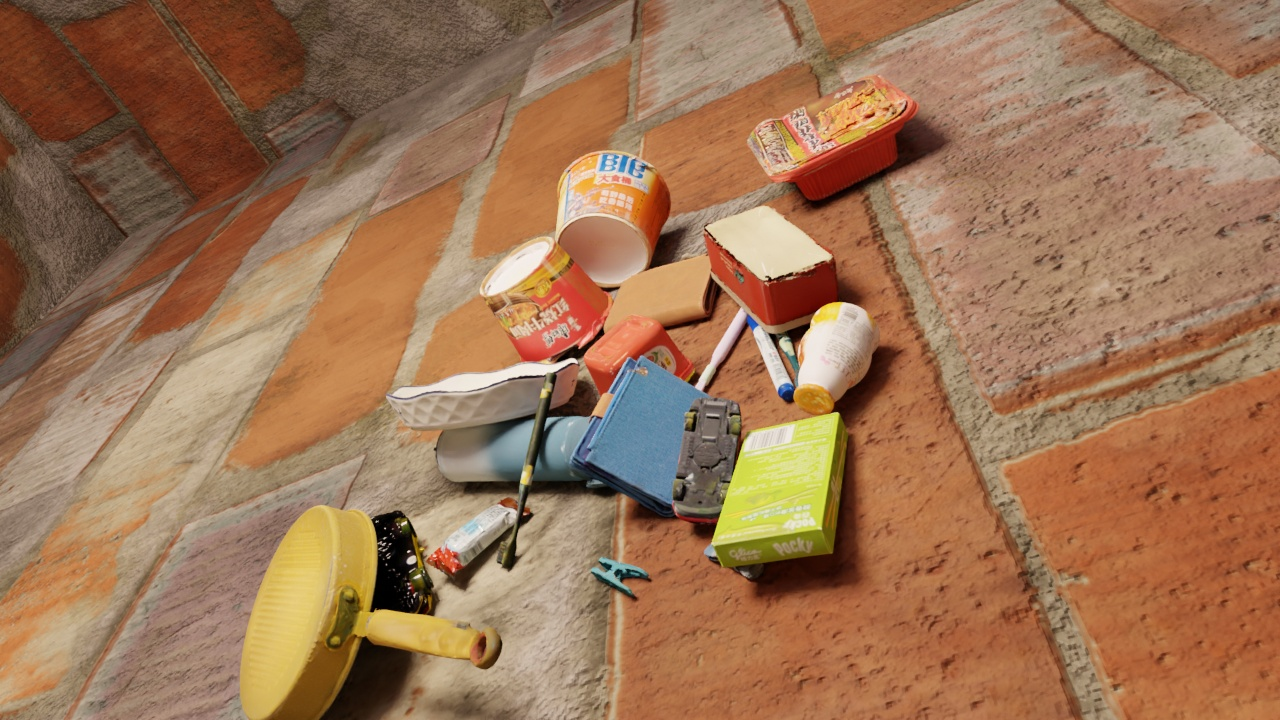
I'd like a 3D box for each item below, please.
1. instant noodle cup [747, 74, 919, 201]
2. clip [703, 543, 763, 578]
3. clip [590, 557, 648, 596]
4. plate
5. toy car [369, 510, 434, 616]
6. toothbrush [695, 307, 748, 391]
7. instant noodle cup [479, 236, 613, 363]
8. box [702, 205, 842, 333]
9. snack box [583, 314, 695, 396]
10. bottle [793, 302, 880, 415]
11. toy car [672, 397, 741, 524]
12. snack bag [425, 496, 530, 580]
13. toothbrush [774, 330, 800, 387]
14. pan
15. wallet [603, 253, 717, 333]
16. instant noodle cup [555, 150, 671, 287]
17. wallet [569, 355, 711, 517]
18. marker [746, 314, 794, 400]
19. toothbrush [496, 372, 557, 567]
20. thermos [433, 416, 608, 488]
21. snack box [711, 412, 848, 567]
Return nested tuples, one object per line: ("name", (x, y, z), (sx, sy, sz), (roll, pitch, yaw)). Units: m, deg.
("instant noodle cup", (0.236, -0.268, 1.118), (0.189, 0.079, 0.164), (-26, 31, 10))
("clip", (0.071, 0.150, 0.714), (0.024, 0.028, 0.057), (-37, 22, -21))
("clip", (-0.018, 0.177, 0.759), (0.056, 0.014, 0.041), (11, 50, 46))
("plate", (-0.163, 0.036, 0.976), (0.205, 0.045, 0.205), (-9, 5, 1))
("toy car", (-0.241, 0.202, 0.883), (0.071, 0.041, 0.156), (-25, 35, -10))
("toothbrush", (0.087, -0.019, 0.943), (0.029, 0.021, 0.188), (21, 50, 17))
("instant noodle cup", (-0.118, -0.075, 1.104), (0.138, 0.108, 0.137), (-29, 28, 17))
("box", (0.134, -0.106, 0.953), (0.091, 0.079, 0.168), (-20, 32, -9))
("snack box", (-0.006, 0.005, 0.931), (0.091, 0.080, 0.082), (-43, 32, -19))
("bottle", (0.168, -0.001, 0.805), (0.063, 0.063, 0.108), (-4, 40, 37))
("toy car", (0.059, 0.087, 0.784), (0.053, 0.045, 0.120), (4, 50, 14))
("snack bag", (-0.154, 0.165, 0.873), (0.105, 0.026, 0.045), (-38, 32, -31))
("toothbrush", (0.141, -0.023, 0.905), (0.016, 0.018, 0.191), (-16, 32, 4))
("pan", (-0.235, 0.220, 0.767), (0.358, 0.078, 0.197), (-14, 59, 51))
("wallet", (0.028, -0.076, 1.069), (0.132, 0.031, 0.107), (-12, 39, 28))
("instant noodle cup", (-0.040, -0.172, 1.164), (0.152, 0.151, 0.111), (-15, 42, 24))
("wallet", (0.007, 0.066, 0.829), (0.132, 0.106, 0.040), (-62, 0, -41))
("marker", (0.127, -0.006, 0.895), (0.017, 0.017, 0.145), (-26, 31, 9))
("toothbrush", (-0.106, 0.100, 0.859), (0.017, 0.012, 0.185), (0, 73, 48))
("thermos", (-0.108, 0.091, 0.913), (0.221, 0.070, 0.070), (-5, 39, 36))
("snack box", (0.113, 0.099, 0.719), (0.086, 0.026, 0.156), (-15, 23, 24))
